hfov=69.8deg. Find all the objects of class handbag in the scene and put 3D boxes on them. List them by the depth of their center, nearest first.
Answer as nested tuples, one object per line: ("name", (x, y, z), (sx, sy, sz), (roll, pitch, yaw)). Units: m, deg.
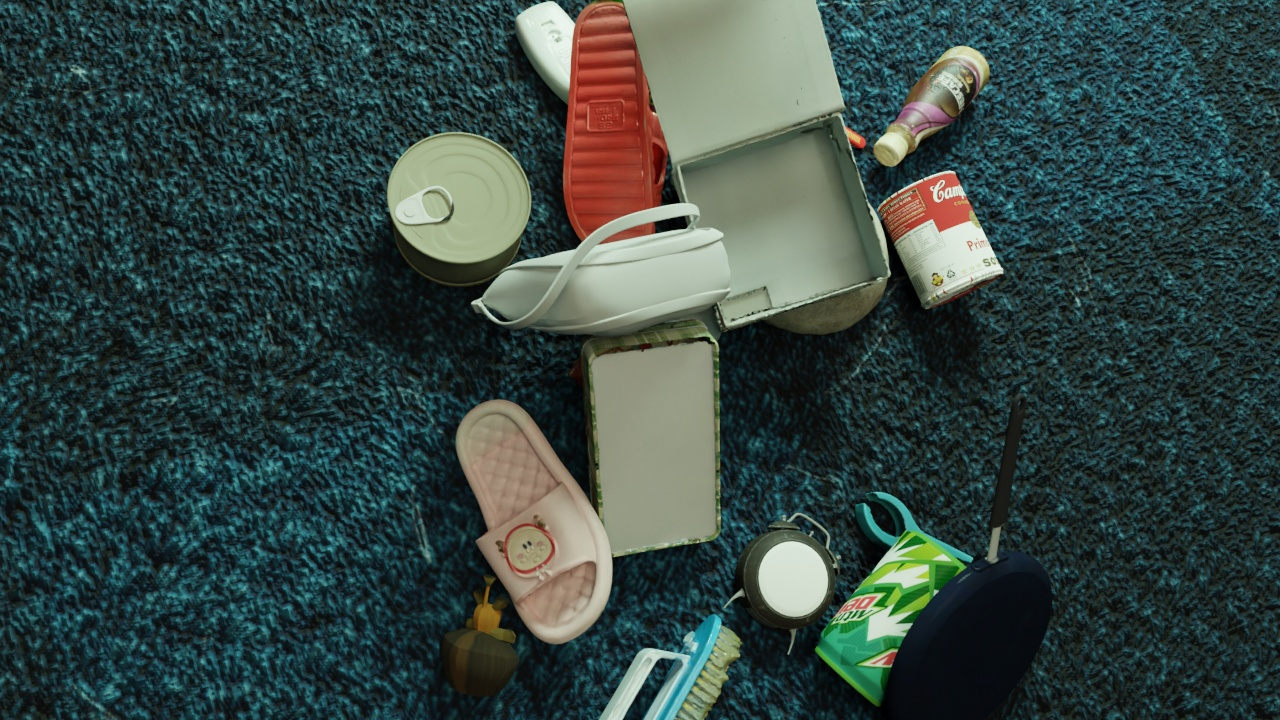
("handbag", (-0.054, -0.074, 0.795), (0.215, 0.223, 0.095), (-16, 103, -35))

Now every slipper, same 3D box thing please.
("slipper", (-0.097, 0.135, 0.798), (0.107, 0.055, 0.221), (-31, 74, 16))
("slipper", (-0.021, -0.219, 0.898), (0.104, 0.059, 0.249), (1, 98, 26))

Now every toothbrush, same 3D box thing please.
("toothbrush", (0.172, -0.258, 0.938), (0.212, 0.018, 0.012), (15, 85, -41))

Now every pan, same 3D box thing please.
("pan", (0.300, 0.190, 0.789), (0.198, 0.021, 0.357), (-14, 118, -27))

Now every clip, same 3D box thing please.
("clip", (0.267, 0.173, 0.901), (0.119, 0.027, 0.102), (45, 69, 1))

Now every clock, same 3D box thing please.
("clock", (0.139, 0.199, 0.856), (0.091, 0.044, 0.122), (36, 71, -1))

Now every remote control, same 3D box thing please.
("remote control", (-0.082, -0.316, 0.949), (0.060, 0.028, 0.114), (-33, 85, -18))

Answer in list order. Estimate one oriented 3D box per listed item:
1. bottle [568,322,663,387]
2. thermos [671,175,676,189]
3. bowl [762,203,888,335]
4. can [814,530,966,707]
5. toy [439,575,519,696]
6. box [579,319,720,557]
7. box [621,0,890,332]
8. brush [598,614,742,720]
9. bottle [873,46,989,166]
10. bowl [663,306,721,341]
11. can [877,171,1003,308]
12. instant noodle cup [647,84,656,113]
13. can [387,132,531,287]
("bottle", (-0.005, 0.005, 0.845), (0.111, 0.099, 0.098), (29, 71, -13))
("thermos", (0.117, -0.263, 0.955), (0.082, 0.082, 0.231), (29, 72, -4))
("bowl", (0.180, -0.120, 0.929), (0.178, 0.081, 0.178), (3, 73, -11))
("can", (0.232, 0.233, 0.833), (0.083, 0.083, 0.144), (41, 87, 0))
("toy", (-0.135, 0.233, 0.781), (0.076, 0.062, 0.100), (10, 88, 27))
("box", (0.010, 0.070, 0.803), (0.117, 0.051, 0.206), (-8, 114, -9))
("box", (0.101, -0.220, 0.830), (0.166, 0.098, 0.368), (-18, 98, 2))
("brush", (0.029, 0.281, 0.805), (0.075, 0.055, 0.135), (36, 71, -7))
("bottle", (0.315, -0.276, 1.008), (0.059, 0.060, 0.165), (44, 72, 1))
("bowl", (0.038, -0.055, 0.902), (0.106, 0.039, 0.106), (3, 75, -11))
("can", (0.311, -0.124, 0.954), (0.086, 0.087, 0.116), (-20, 80, -16))
("instant noodle cup", (0.027, -0.307, 0.928), (0.097, 0.109, 0.097), (3, 74, -12))
("can", (-0.170, -0.139, 0.861), (0.127, 0.073, 0.127), (3, 75, -11))
